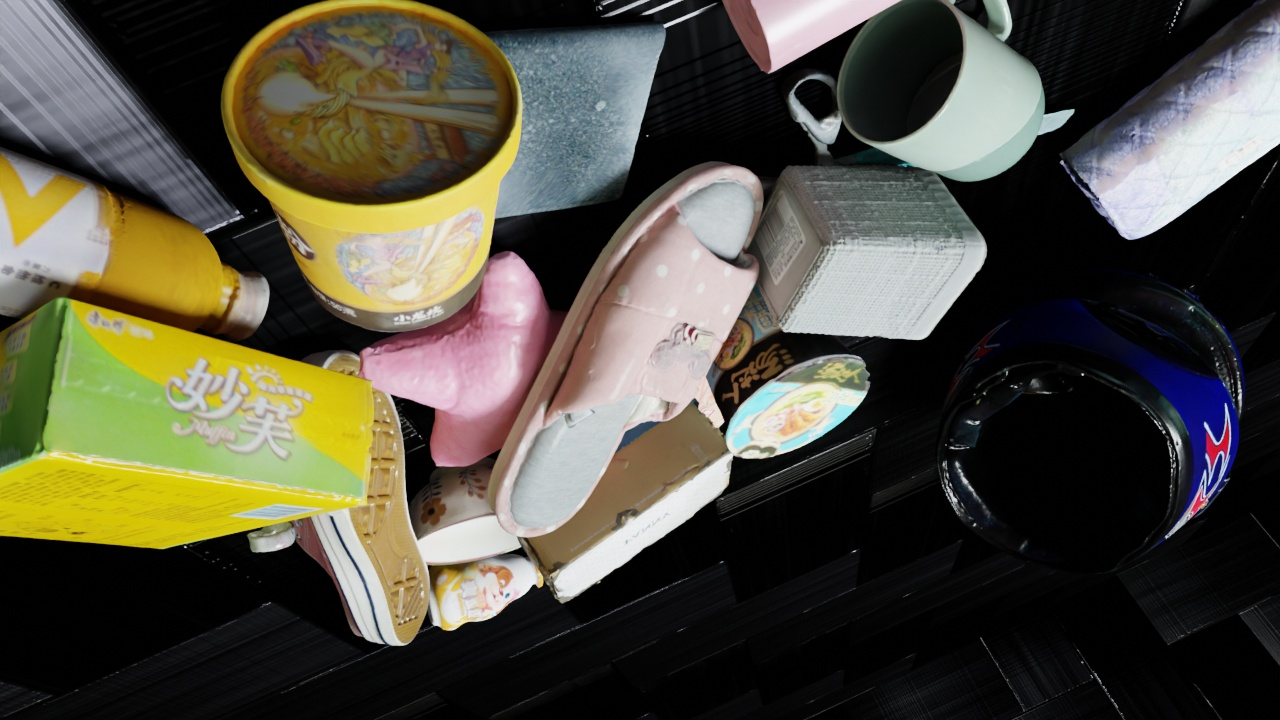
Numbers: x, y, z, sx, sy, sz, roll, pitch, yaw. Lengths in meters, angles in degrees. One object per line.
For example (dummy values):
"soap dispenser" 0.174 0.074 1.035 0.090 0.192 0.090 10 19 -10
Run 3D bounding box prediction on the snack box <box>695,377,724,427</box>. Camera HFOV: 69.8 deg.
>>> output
"snack box" 0.036 0.043 0.782 0.084 0.026 0.158 6 136 -40

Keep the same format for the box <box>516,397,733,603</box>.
"box" -0.006 0.101 0.694 0.184 0.064 0.090 -34 155 -19

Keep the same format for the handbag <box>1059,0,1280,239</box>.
"handbag" 0.423 -0.179 0.680 0.194 0.075 0.134 -42 144 24

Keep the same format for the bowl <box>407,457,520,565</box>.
"bowl" -0.134 0.115 0.725 0.113 0.062 0.114 -14 157 -6

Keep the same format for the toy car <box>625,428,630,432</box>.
"toy car" 0.009 0.023 0.719 0.036 0.043 0.091 5 136 -44

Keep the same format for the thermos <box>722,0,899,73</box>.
"thermos" 0.130 -0.222 0.432 0.199 0.067 0.087 -29 119 6

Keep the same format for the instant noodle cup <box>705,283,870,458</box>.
"instant noodle cup" 0.084 -0.010 0.650 0.111 0.120 0.111 -19 147 -13

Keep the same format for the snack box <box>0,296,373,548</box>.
"snack box" -0.264 0.046 0.466 0.211 0.070 0.157 -15 157 34

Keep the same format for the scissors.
"scissors" 0.119 -0.121 0.599 0.159 0.014 0.181 -25 143 6

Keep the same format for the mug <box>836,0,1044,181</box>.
"mug" 0.184 -0.168 0.538 0.106 0.082 0.112 8 104 -41

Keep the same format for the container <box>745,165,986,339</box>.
"container" 0.138 -0.070 0.592 0.114 0.090 0.090 -2 139 -24

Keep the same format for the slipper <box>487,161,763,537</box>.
"slipper" -0.003 0.003 0.570 0.114 0.054 0.274 21 106 -52

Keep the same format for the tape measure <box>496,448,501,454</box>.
"tape measure" -0.084 0.060 0.709 0.057 0.039 0.058 -14 146 -19

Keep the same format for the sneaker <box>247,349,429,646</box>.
"sneaker" -0.207 0.099 0.615 0.088 0.118 0.241 4 126 11

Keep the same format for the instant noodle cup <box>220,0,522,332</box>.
"instant noodle cup" -0.116 -0.081 0.420 0.118 0.118 0.115 -15 155 -17

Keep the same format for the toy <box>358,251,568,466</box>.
"toy" -0.094 0.013 0.601 0.194 0.074 0.179 18 121 -44

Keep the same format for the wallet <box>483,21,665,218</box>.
"wallet" -0.043 -0.125 0.492 0.097 0.019 0.121 -12 147 -23

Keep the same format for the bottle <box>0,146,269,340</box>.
"bottle" -0.258 -0.050 0.402 0.068 0.068 0.189 -40 145 22

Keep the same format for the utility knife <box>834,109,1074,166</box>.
"utility knife" 0.220 -0.150 0.638 0.196 0.013 0.029 -16 145 -14

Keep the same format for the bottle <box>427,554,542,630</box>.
"bottle" -0.148 0.211 0.865 0.108 0.063 0.063 -13 146 -19

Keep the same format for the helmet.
"helmet" 0.415 0.034 0.833 0.239 0.247 0.316 -45 155 -26
